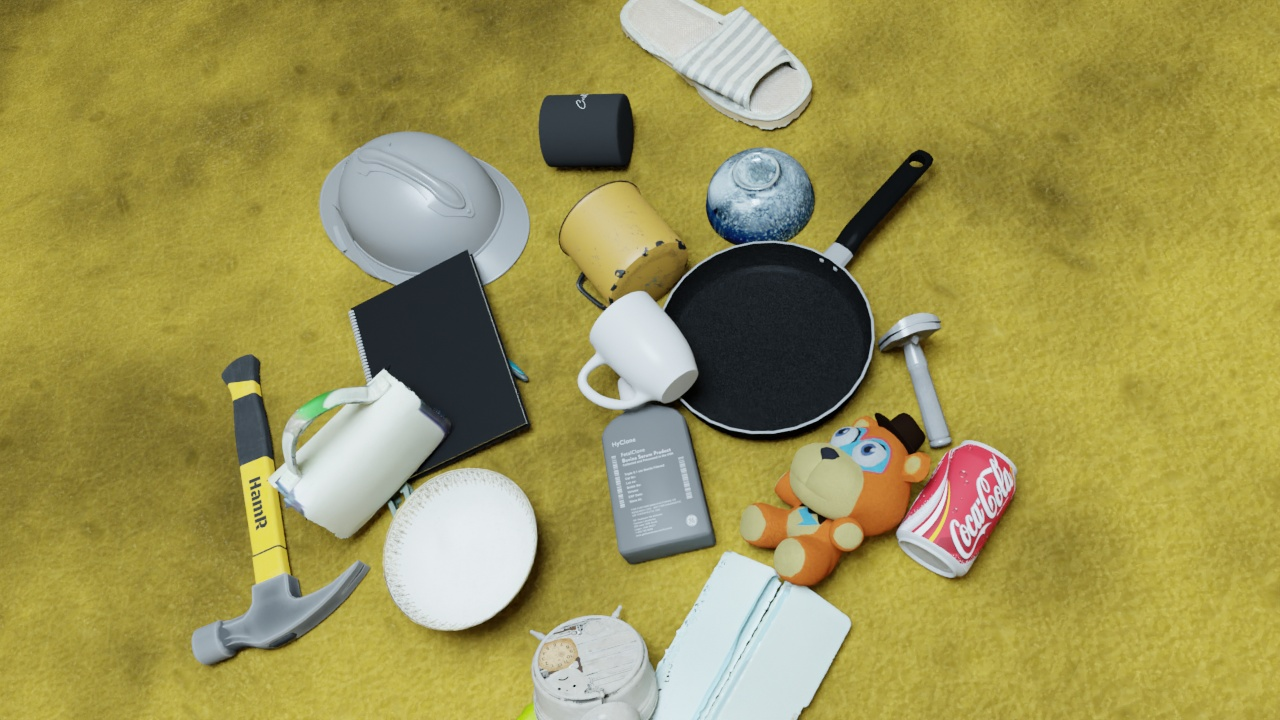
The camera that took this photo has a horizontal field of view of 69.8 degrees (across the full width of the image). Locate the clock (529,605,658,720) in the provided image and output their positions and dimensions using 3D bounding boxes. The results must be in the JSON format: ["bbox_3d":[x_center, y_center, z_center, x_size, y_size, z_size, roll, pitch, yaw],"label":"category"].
[{"bbox_3d":[-0.034,0.263,0.733,0.103,0.061,0.156,-13,28,-11],"label":"clock"}]

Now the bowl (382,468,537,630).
[{"bbox_3d":[-0.155,0.177,0.837,0.145,0.063,0.145,-5,64,11],"label":"bowl"}]

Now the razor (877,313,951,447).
[{"bbox_3d":[0.255,0.021,0.827,0.047,0.088,0.116,-15,82,4],"label":"razor"}]

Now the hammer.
[{"bbox_3d":[-0.380,0.129,0.929,0.170,0.034,0.324,-22,61,0],"label":"hammer"}]

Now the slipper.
[{"bbox_3d":[0.081,-0.358,1.051,0.114,0.054,0.272,-40,63,-14],"label":"slipper"}]

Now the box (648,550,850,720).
[{"bbox_3d":[0.075,0.268,0.760,0.126,0.074,0.197,20,68,39],"label":"box"}]

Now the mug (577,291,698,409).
[{"bbox_3d":[-0.005,0.005,0.842,0.107,0.071,0.089,-43,67,4],"label":"mug"}]

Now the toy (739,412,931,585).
[{"bbox_3d":[0.172,0.114,0.782,0.176,0.096,0.112,-34,29,-10],"label":"toy"}]

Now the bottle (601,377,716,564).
[{"bbox_3d":[0.010,0.092,0.851,0.084,0.046,0.173,-14,63,5],"label":"bottle"}]

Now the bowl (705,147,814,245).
[{"bbox_3d":[0.121,-0.180,0.950,0.114,0.061,0.114,-5,63,11],"label":"bowl"}]

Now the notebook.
[{"bbox_3d":[-0.211,0.005,0.937,0.149,0.016,0.206,-25,67,8],"label":"notebook"}]

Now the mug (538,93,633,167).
[{"bbox_3d":[-0.055,-0.264,1.025,0.088,0.078,0.113,3,40,13],"label":"mug"}]

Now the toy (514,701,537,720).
[{"bbox_3d":[-0.072,0.324,0.739,0.092,0.043,0.117,5,30,13],"label":"toy"}]

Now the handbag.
[{"bbox_3d":[-0.267,0.068,0.822,0.074,0.176,0.151,38,79,20],"label":"handbag"}]

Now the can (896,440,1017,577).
[{"bbox_3d":[0.267,0.124,0.771,0.064,0.064,0.104,31,75,23],"label":"can"}]

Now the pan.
[{"bbox_3d":[0.170,-0.073,0.897,0.204,0.044,0.355,38,77,25],"label":"pan"}]

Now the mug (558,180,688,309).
[{"bbox_3d":[-0.021,-0.103,0.930,0.094,0.100,0.124,51,124,25],"label":"mug"}]

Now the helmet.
[{"bbox_3d":[-0.256,-0.189,1.000,0.271,0.118,0.183,25,72,17],"label":"helmet"}]

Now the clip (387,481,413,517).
[{"bbox_3d":[-0.224,0.155,0.886,0.042,0.023,0.075,-30,61,-1],"label":"clip"}]

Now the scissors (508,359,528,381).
[{"bbox_3d":[-0.176,-0.001,0.951,0.124,0.019,0.155,-7,65,8],"label":"scissors"}]
